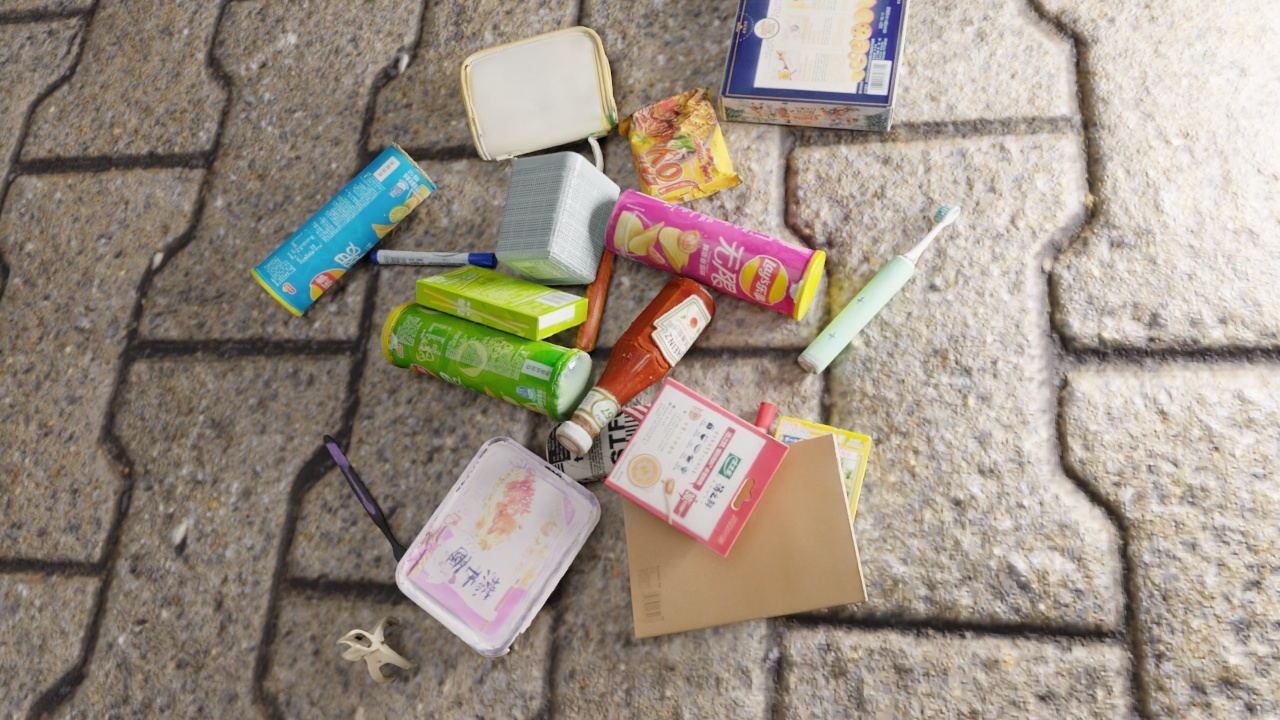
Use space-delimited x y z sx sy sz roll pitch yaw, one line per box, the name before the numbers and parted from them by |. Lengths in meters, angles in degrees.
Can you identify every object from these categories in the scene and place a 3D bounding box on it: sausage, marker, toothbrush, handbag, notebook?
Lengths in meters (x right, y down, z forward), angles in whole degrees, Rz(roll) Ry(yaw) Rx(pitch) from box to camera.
sausage | -0.044 -0.079 0.958 0.021 0.021 0.165 7 72 14
marker | 0.100 0.108 0.864 0.017 0.017 0.145 15 74 16
marker | -0.229 -0.113 1.011 0.146 0.017 0.016 3 71 13
toothbrush | -0.277 0.144 0.934 0.014 0.017 0.189 -35 64 -15
handbag | -0.106 -0.266 1.026 0.163 0.063 0.178 -11 84 8
notebook | 0.084 0.158 0.822 0.212 0.012 0.149 -15 63 19
toothbrush | 0.236 -0.072 0.895 0.224 0.026 0.027 -46 46 -6

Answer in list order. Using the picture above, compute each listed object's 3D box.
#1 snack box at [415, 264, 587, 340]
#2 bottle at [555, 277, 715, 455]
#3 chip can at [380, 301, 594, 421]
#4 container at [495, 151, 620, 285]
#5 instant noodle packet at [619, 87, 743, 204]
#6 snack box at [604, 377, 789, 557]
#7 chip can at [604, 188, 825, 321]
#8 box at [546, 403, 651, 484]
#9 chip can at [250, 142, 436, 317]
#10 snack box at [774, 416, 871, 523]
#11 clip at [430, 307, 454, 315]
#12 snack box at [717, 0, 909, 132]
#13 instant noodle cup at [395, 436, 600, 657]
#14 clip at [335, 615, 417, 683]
snack box | -0.141 -0.061 0.930 0.156 0.085 0.026 17 114 26
bottle | -0.005 0.005 0.875 0.060 0.060 0.205 31 64 20
chip can | -0.151 0.000 0.911 0.221 0.072 0.072 16 74 25
container | -0.087 -0.141 0.945 0.090 0.090 0.111 1 72 35
instant noodle packet | 0.041 -0.222 0.981 0.111 0.044 0.128 -19 68 9
snack box | 0.051 0.096 0.820 0.127 0.044 0.113 30 83 16
chip can | 0.072 -0.107 0.915 0.211 0.071 0.071 21 76 17
box | -0.012 0.076 0.877 0.164 0.060 0.071 -14 47 8
chip can | -0.326 -0.145 1.015 0.210 0.071 0.071 -44 68 -7
snack box | 0.153 0.128 0.838 0.087 0.034 0.140 12 75 16
clip | -0.213 -0.055 0.987 0.057 0.049 0.015 36 80 15
snack box | 0.190 -0.341 0.990 0.183 0.046 0.177 8 73 14
instant noodle cup | -0.127 0.175 0.864 0.138 0.060 0.173 31 81 20
clip | -0.250 0.256 0.848 0.035 0.102 0.094 -32 43 0
